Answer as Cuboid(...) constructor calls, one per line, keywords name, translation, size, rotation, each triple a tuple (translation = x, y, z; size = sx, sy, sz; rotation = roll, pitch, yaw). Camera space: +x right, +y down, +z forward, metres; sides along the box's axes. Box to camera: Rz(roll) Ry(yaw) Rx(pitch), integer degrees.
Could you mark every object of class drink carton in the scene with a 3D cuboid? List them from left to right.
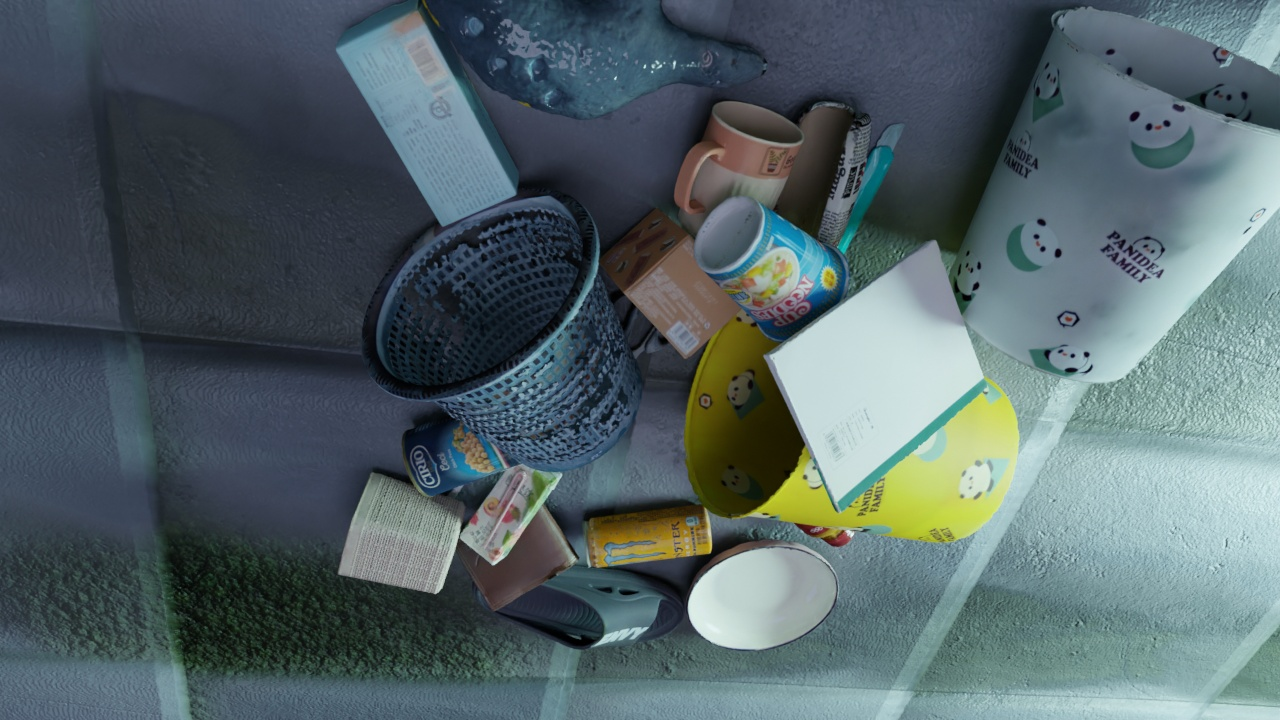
Cuboid(name="drink carton", translation=(-0.143, 0.160, 1.005), size=(0.053, 0.045, 0.123), rotation=(38, 106, 8))

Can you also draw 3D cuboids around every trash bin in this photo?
Cuboid(name="trash bin", translation=(-0.102, -0.008, 0.830), size=(0.227, 0.226, 0.195), rotation=(-24, 137, 10))
Cuboid(name="trash bin", translation=(0.209, 0.067, 0.902), size=(0.255, 0.229, 0.230), rotation=(17, 121, -23))
Cuboid(name="trash bin", translation=(0.402, -0.133, 0.785), size=(0.229, 0.229, 0.253), rotation=(7, 130, -11))

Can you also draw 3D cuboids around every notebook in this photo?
Cuboid(name="notebook", translation=(0.207, 0.010, 0.775), size=(0.208, 0.012, 0.150), rotation=(-33, 106, -27))

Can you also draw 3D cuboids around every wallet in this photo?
Cuboid(name="wallet", translation=(-0.145, 0.216, 1.055), size=(0.125, 0.032, 0.101), rotation=(-32, 93, 14))

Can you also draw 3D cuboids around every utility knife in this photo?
Cuboid(name="utility knife", translation=(0.204, -0.145, 0.872), size=(0.029, 0.013, 0.175), rotation=(14, 119, -18))

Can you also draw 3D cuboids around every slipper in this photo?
Cuboid(name="slipper", translation=(-0.076, 0.313, 1.121), size=(0.268, 0.083, 0.111), rotation=(16, 123, -14))

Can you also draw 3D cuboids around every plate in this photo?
Cuboid(name="plate", translation=(0.150, 0.289, 1.152), size=(0.192, 0.039, 0.193), rotation=(-3, 125, -4))

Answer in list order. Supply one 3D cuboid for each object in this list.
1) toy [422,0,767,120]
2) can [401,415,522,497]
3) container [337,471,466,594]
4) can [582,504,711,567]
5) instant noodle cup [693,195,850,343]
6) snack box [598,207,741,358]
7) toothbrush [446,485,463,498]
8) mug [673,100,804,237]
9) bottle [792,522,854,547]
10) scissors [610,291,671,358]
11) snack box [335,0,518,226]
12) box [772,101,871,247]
Cuboid(name="toy", translation=(-0.064, -0.266, 0.720), size=(0.356, 0.091, 0.138), rotation=(18, 93, -19))
Cuboid(name="can", translation=(-0.181, 0.089, 0.955), size=(0.111, 0.075, 0.075), rotation=(-20, 124, 7))
Cuboid(name="container", translation=(-0.257, 0.190, 1.001), size=(0.111, 0.090, 0.090), rotation=(17, 121, -9))
Cuboid(name="can", translation=(0.008, 0.204, 1.066), size=(0.146, 0.058, 0.058), rotation=(-7, 125, -1))
Cuboid(name="instant noodle cup", translation=(0.104, -0.081, 0.767), size=(0.099, 0.099, 0.110), rotation=(-42, 132, 21))
Cuboid(name="snack box", translation=(0.028, -0.072, 0.844), size=(0.077, 0.094, 0.093), rotation=(-42, 120, 3))
Cuboid(name="toothbrush", translation=(-0.219, 0.162, 1.037), size=(0.016, 0.016, 0.180), rotation=(33, 117, -14))
Cuboid(name="mug", translation=(0.075, -0.157, 0.794), size=(0.114, 0.081, 0.106), rotation=(-19, 140, -43))
Cuboid(name="bottle", translation=(0.182, 0.155, 1.051), size=(0.058, 0.057, 0.175), rotation=(-38, 121, 19))
Cuboid(name="scissors", translation=(-0.018, -0.002, 0.949), size=(0.165, 0.014, 0.163), rotation=(-24, 125, 12))
Cuboid(name="snack box", translation=(-0.172, -0.204, 0.766), size=(0.074, 0.051, 0.175), rotation=(-21, 124, 10))
Cuboid(name="box", translation=(0.170, -0.144, 0.825), size=(0.076, 0.086, 0.163), rotation=(-4, 125, -25))
